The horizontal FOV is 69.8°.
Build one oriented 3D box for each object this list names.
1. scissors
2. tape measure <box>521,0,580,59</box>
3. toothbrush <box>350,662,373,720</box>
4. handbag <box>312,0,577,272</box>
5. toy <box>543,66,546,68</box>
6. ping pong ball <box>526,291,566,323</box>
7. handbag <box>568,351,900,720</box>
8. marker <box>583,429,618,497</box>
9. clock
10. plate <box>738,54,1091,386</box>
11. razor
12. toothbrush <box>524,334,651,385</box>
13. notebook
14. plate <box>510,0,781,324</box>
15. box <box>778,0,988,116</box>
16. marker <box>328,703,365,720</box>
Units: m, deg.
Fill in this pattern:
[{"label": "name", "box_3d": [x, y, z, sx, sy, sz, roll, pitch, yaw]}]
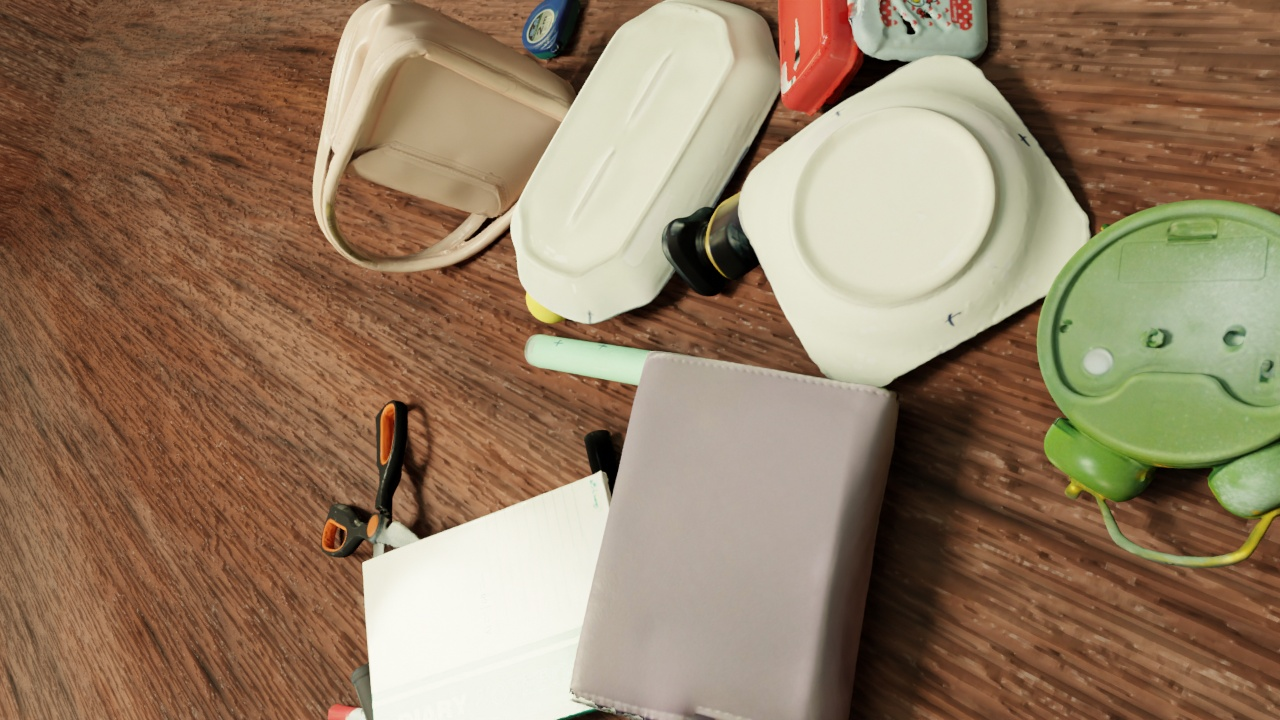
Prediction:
[{"label": "scissors", "box_3d": [-0.225, 0.134, 0.785, 0.231, 0.021, 0.220, -31, 47, 43]}, {"label": "tape measure", "box_3d": [-0.081, -0.299, 0.828, 0.055, 0.025, 0.058, 9, 78, 46]}, {"label": "toothbrush", "box_3d": [-0.167, 0.322, 0.674, 0.212, 0.026, 0.027, 57, 153, 29]}, {"label": "handbag", "box_3d": [-0.176, -0.162, 0.763, 0.235, 0.193, 0.093, -51, 46, 27]}, {"label": "toy", "box_3d": [-0.129, -0.228, 0.837, 0.084, 0.039, 0.108, 45, 112, 48]}, {"label": "ping pong ball", "box_3d": [-0.069, -0.049, 0.718, 0.040, 0.040, 0.040, -16, 65, 38]}, {"label": "handbag", "box_3d": [0.057, 0.104, 0.510, 0.145, 0.098, 0.197, 8, 79, 27]}, {"label": "marker", "box_3d": [-0.015, 0.108, 0.629, 0.022, 0.020, 0.132, -24, 59, 15]}, {"label": "clock", "box_3d": [0.242, 0.009, 0.404, 0.116, 0.056, 0.161, 3, 77, 43]}, {"label": "plate", "box_3d": [0.140, -0.082, 0.511, 0.164, 0.034, 0.163, -33, 67, 19]}, {"label": "razor", "box_3d": [0.092, -0.102, 0.588, 0.168, 0.062, 0.067, -29, 32, 25]}, {"label": "toothbrush", "box_3d": [-0.004, 0.004, 0.650, 0.225, 0.027, 0.026, 9, 117, 44]}, {"label": "notebook", "box_3d": [-0.100, 0.179, 0.625, 0.209, 0.012, 0.150, -23, 62, 17]}, {"label": "plate", "box_3d": [-0.007, -0.156, 0.672, 0.162, 0.034, 0.265, 32, 91, 34]}, {"label": "box", "box_3d": [0.153, -0.264, 0.594, 0.113, 0.099, 0.201, 134, 140, -68]}, {"label": "marker", "box_3d": [-0.206, 0.291, 0.740, 0.146, 0.017, 0.017, -13, 67, 39]}]
